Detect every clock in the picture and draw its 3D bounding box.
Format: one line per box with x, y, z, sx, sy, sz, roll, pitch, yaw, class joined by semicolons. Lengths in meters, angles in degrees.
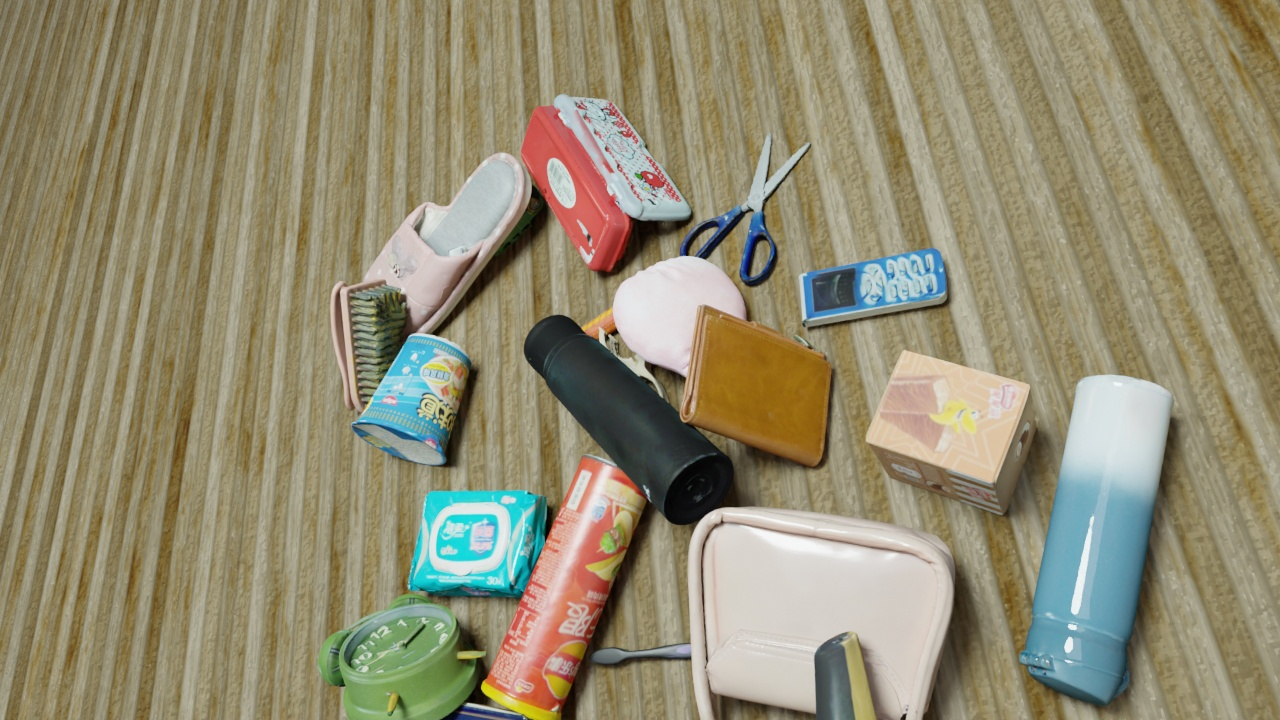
-0.212;0.258;0.802;0.115;0.056;0.161;-24;22;-36;clock

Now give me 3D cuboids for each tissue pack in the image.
-0.151;0.169;0.848;0.134;0.050;0.093;-6;66;24;tissue pack

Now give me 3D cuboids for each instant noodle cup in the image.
-0.221;0.036;0.923;0.099;0.099;0.109;5;61;27;instant noodle cup

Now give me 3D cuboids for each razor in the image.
0.145;0.266;0.607;0.067;0.062;0.167;-6;81;-7;razor

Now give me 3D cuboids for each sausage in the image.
-0.020;-0.045;0.898;0.165;0.021;0.021;-33;58;9;sausage

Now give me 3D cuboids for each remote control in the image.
0.200;-0.062;0.796;0.125;0.024;0.049;-9;64;21;remote control

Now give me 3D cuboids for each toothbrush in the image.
0.047;0.236;0.747;0.189;0.016;0.014;-10;73;19;toothbrush

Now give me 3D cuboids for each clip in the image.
-0.014;0.006;0.867;0.087;0.035;0.104;-7;73;19;clip

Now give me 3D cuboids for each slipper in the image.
-0.222;-0.114;0.981;0.275;0.054;0.114;-43;58;18;slipper

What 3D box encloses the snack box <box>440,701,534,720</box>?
-0.177;0.379;0.769;0.178;0.046;0.182;-1;68;26;snack box

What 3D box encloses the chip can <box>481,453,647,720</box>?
-0.061;0.190;0.782;0.073;0.073;0.216;14;75;30;chip can

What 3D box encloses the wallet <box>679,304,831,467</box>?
0.100;0.014;0.757;0.035;0.130;0.118;-32;44;55;wallet

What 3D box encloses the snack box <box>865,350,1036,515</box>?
0.234;0.055;0.686;0.094;0.093;0.077;18;76;31;snack box

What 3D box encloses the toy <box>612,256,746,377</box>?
0.051;-0.027;0.825;0.121;0.054;0.159;-30;64;-20;toy

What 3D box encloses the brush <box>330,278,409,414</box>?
-0.286;-0.010;0.961;0.073;0.063;0.146;8;109;22;brush

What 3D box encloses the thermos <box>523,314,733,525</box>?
-0.013;0.045;0.795;0.068;0.090;0.242;-47;46;0;thermos

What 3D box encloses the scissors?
0.108;-0.142;0.885;0.162;0.012;0.162;-29;56;10;scissors

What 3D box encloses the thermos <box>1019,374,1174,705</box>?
0.317;0.121;0.635;0.070;0.070;0.220;10;73;29;thermos

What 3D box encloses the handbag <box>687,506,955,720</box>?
0.124;0.230;0.674;0.193;0.093;0.234;4;79;22;handbag

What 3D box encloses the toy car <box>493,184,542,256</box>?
-0.143;-0.153;0.997;0.091;0.036;0.043;-45;55;5;toy car

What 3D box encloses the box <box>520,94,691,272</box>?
-0.040;-0.188;0.962;0.201;0.100;0.095;60;139;31;box
